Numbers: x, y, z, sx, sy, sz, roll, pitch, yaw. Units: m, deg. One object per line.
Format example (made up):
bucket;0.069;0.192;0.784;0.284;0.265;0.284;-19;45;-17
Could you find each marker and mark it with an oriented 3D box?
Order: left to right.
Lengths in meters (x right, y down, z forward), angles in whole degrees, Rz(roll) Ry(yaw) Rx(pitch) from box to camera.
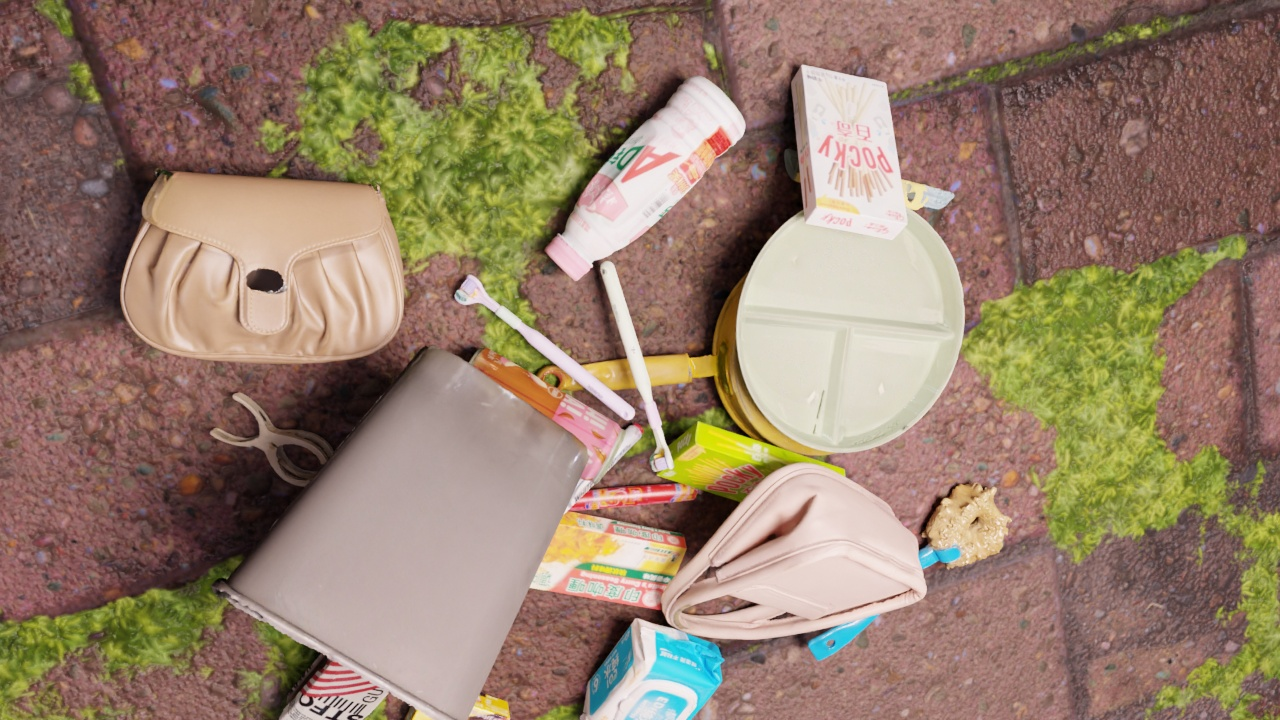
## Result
marker;-0.049;0.108;0.828;0.145;0.017;0.017;-44;109;-23

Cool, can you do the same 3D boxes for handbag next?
handbag;-0.289;-0.070;0.716;0.204;0.100;0.148;0;99;-17
handbag;0.123;0.201;0.843;0.235;0.093;0.193;-37;136;26

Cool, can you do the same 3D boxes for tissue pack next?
tissue pack;0.010;0.312;0.871;0.090;0.063;0.140;23;120;-16

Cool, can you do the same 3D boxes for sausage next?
sausage;-0.015;0.128;0.864;0.155;0.020;0.020;-3;103;-12

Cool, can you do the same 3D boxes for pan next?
pan;0.083;0.001;0.845;0.357;0.078;0.198;-8;100;-17

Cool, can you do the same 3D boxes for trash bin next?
trash bin;-0.169;0.127;0.690;0.198;0.199;0.219;34;68;-12

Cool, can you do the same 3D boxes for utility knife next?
utility knife;0.213;-0.165;0.856;0.176;0.019;0.031;8;106;-19

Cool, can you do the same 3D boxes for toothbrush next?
toothbrush;-0.080;-0.008;0.800;0.189;0.021;0.029;38;117;-6
toothbrush;-0.005;0.005;0.800;0.020;0.029;0.189;-16;90;-37

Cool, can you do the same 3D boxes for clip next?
clip;-0.314;0.079;0.779;0.103;0.034;0.076;22;97;-12

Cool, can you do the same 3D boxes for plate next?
plate;0.186;-0.032;0.818;0.230;0.027;0.230;-3;99;-19

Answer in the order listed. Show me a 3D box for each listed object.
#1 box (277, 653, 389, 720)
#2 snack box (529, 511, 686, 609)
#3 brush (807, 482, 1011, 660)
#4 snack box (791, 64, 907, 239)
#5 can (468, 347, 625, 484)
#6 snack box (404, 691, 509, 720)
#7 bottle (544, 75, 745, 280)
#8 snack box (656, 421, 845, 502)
box;-0.258;0.280;0.815;0.075;0.076;0.164;31;114;-20
snack box;-0.042;0.184;0.858;0.155;0.027;0.077;14;114;-15
brush;0.273;0.218;0.931;0.254;0.046;0.083;-37;111;-9
snack box;0.178;-0.181;0.789;0.084;0.027;0.156;7;62;-15
can;-0.089;0.048;0.795;0.147;0.058;0.058;30;94;-5
snack box;-0.193;0.379;0.874;0.087;0.033;0.140;25;97;-16
bottle;-0.001;-0.151;0.783;0.197;0.068;0.068;-45;108;4
snack box;0.102;0.105;0.854;0.156;0.086;0.026;20;56;-17
